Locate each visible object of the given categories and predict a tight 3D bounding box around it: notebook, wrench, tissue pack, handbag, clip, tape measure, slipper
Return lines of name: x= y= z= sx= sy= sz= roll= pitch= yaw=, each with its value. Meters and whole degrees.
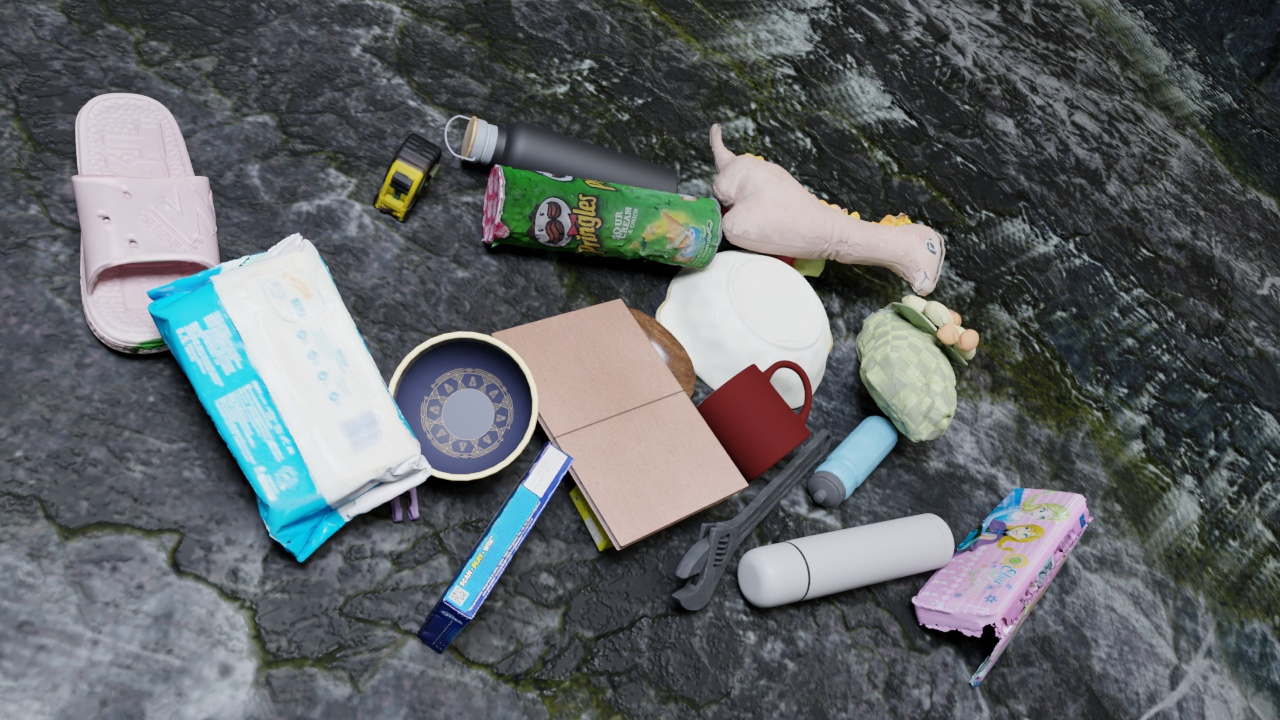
notebook: x=-0.017 y=0.044 z=0.772 sx=0.141 sy=0.008 sz=0.209 roll=-18 pitch=65 yaw=-37
wrench: x=0.107 y=0.129 z=0.812 sx=0.018 sy=0.073 sz=0.272 roll=18 pitch=34 yaw=31
tissue pack: x=-0.238 y=0.022 z=0.634 sx=0.117 sy=0.066 sz=0.209 roll=-28 pitch=88 yaw=-15
handbag: x=0.290 y=0.001 z=0.939 sx=0.113 sy=0.117 sz=0.186 roll=43 pitch=23 yaw=-4
clip: x=-0.182 y=0.097 z=0.689 sx=0.036 sy=0.013 sz=0.053 roll=-16 pitch=72 yaw=-35
tape measure: x=-0.201 y=-0.167 z=0.816 sx=0.038 sy=0.063 sz=0.067 roll=29 pitch=49 yaw=-11
slipper: x=-0.370 y=-0.118 z=0.686 sx=0.094 sy=0.065 sz=0.239 roll=-5 pitch=62 yaw=-32

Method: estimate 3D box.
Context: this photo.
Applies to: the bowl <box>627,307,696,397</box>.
bowl: x=-0.005 y=0.005 z=0.840 sx=0.114 sy=0.026 sz=0.101 roll=45 pitch=48 yaw=5

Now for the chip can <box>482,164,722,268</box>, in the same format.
chip can: x=-0.032 y=-0.132 z=0.867 sx=0.223 sy=0.076 sz=0.075 roll=4 pitch=59 yaw=-21

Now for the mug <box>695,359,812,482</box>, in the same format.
mug: x=0.114 y=0.048 z=0.838 sx=0.105 sy=0.073 sz=0.082 roll=-37 pitch=81 yaw=-7

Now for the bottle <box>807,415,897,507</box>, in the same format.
bottle: x=0.204 y=0.100 z=0.891 sx=0.040 sy=0.040 sz=0.129 roll=49 pitch=49 yaw=7

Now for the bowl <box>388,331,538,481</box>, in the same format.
bowl: x=-0.136 y=0.039 z=0.713 sx=0.112 sy=0.061 sz=0.112 roll=1 pitch=79 yaw=-6

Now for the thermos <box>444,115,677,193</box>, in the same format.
thermos: x=-0.079 y=-0.191 z=0.902 sx=0.231 sy=0.061 sz=0.061 roll=13 pitch=55 yaw=-23

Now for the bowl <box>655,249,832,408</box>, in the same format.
bowl: x=0.123 y=-0.045 z=0.925 sx=0.218 sy=0.060 sz=0.188 roll=-5 pitch=63 yaw=-33

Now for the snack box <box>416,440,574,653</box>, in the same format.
snack box: x=-0.103 y=0.133 z=0.664 sx=0.027 sy=0.082 sz=0.149 roll=35 pitch=50 yaw=-4

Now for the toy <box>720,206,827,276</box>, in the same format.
toy: x=0.151 y=-0.141 z=1.013 sx=0.135 sy=0.045 sz=0.091 roll=29 pitch=54 yaw=-8

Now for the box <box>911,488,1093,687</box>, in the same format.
box: x=0.363 y=0.219 z=0.896 sx=0.229 sy=0.085 sz=0.097 roll=-29 pitch=109 yaw=-40

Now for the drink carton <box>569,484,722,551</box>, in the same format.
drink carton: x=0.011 y=0.109 z=0.773 sx=0.134 sy=0.043 sz=0.058 roll=-15 pitch=64 yaw=-36

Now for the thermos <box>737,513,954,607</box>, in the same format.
thermos: x=0.185 y=0.178 z=0.821 sx=0.223 sy=0.052 sz=0.052 roll=-3 pitch=62 yaw=-31

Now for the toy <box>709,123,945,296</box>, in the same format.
toy: x=0.201 y=-0.160 z=0.974 sx=0.264 sy=0.065 sz=0.195 roll=2 pitch=62 yaw=-19
